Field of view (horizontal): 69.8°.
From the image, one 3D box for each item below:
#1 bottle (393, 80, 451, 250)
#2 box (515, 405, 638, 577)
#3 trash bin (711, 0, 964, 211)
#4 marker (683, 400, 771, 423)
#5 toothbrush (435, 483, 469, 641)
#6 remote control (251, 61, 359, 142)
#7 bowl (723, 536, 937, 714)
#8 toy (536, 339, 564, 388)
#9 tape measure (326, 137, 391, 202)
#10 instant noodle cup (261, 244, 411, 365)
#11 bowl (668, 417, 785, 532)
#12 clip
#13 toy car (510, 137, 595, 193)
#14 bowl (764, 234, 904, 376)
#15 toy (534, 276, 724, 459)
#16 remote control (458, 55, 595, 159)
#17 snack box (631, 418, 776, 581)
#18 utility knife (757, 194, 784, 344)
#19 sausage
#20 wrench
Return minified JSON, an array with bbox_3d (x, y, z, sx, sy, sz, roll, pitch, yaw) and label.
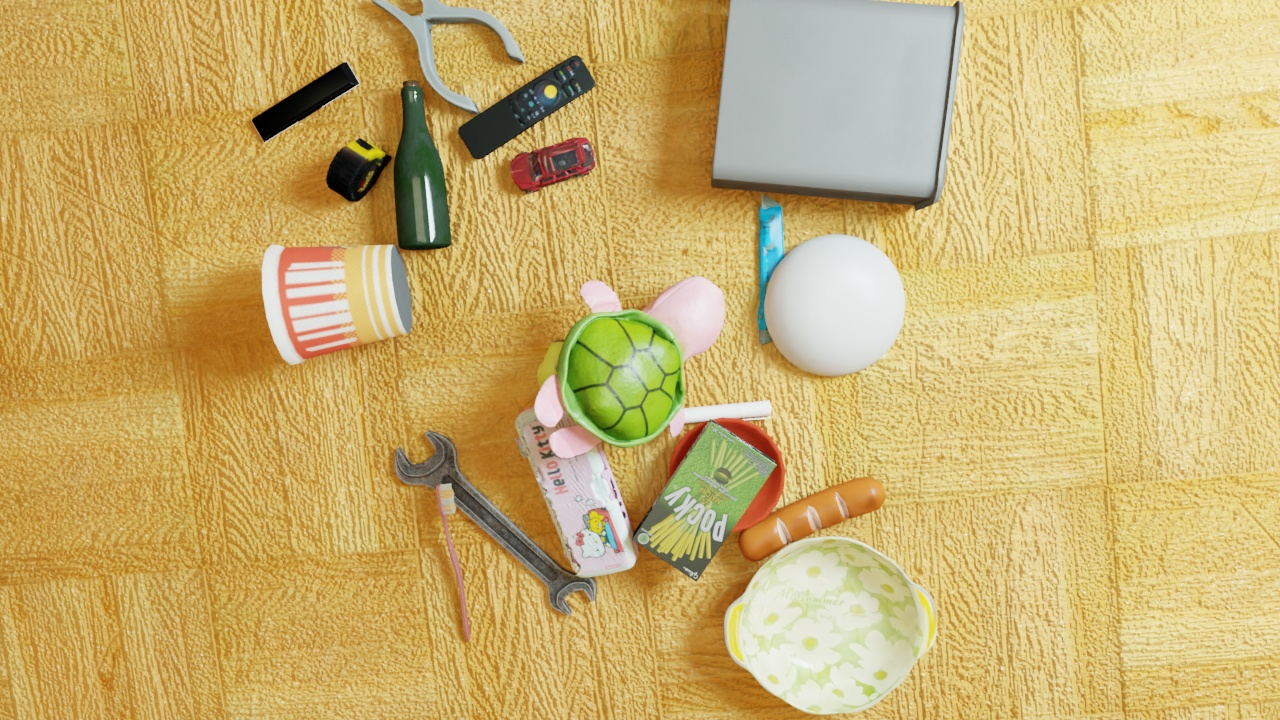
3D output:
[{"bbox_3d":[-0.233,-0.205,0.963,0.055,0.055,0.174,-4,93,3],"label":"bottle"},{"bbox_3d":[-0.067,0.136,0.964,0.086,0.044,0.202,-16,107,11],"label":"box"},{"bbox_3d":[0.189,-0.258,0.914,0.220,0.097,0.192,6,95,4],"label":"trash bin"},{"bbox_3d":[0.074,0.059,0.985,0.133,0.017,0.020,-6,95,4],"label":"marker"},{"bbox_3d":[-0.202,0.224,1.010,0.016,0.015,0.184,-6,100,5],"label":"toothbrush"},{"bbox_3d":[-0.361,-0.278,0.985,0.124,0.011,0.028,-29,92,5],"label":"remote control"},{"bbox_3d":[0.196,0.273,0.975,0.219,0.060,0.188,-5,94,3],"label":"bowl"},{"bbox_3d":[-0.068,0.037,0.978,0.092,0.046,0.115,11,103,-1],"label":"toy"},{"bbox_3d":[-0.301,-0.200,0.963,0.038,0.062,0.067,34,97,1],"label":"tape measure"},{"bbox_3d":[-0.308,-0.065,0.952,0.121,0.123,0.123,-8,94,-4],"label":"instant noodle cup"},{"bbox_3d":[0.091,0.119,0.980,0.122,0.035,0.122,0,95,3],"label":"bowl"},{"bbox_3d":[-0.222,-0.318,0.966,0.172,0.029,0.143,33,94,1],"label":"clip"},{"bbox_3d":[-0.093,-0.206,0.966,0.091,0.036,0.042,-15,94,10],"label":"toy car"},{"bbox_3d":[0.206,-0.055,0.947,0.149,0.043,0.149,0,97,-3],"label":"bowl"},{"bbox_3d":[-0.005,0.005,0.919,0.237,0.088,0.190,-38,105,-24],"label":"toy"},{"bbox_3d":[-0.120,-0.266,0.969,0.152,0.020,0.041,-31,92,4],"label":"remote control"},{"bbox_3d":[0.065,0.144,0.951,0.080,0.025,0.147,33,96,0],"label":"snack box"},{"bbox_3d":[0.137,-0.096,0.971,0.031,0.015,0.158,-3,93,-1],"label":"utility knife"},{"bbox_3d":[0.180,0.166,0.974,0.164,0.044,0.039,-25,118,5],"label":"sausage"},{"bbox_3d":[-0.159,0.181,1.012,0.273,0.010,0.070,42,96,-1],"label":"wrench"}]
